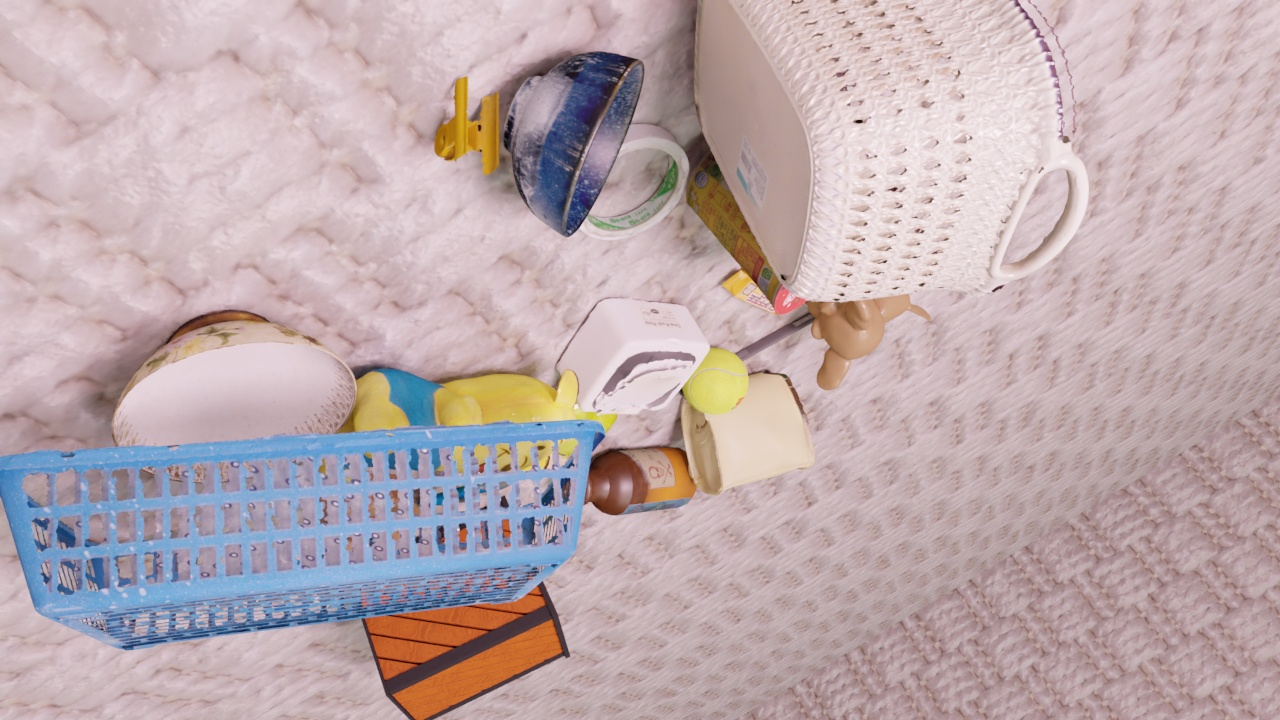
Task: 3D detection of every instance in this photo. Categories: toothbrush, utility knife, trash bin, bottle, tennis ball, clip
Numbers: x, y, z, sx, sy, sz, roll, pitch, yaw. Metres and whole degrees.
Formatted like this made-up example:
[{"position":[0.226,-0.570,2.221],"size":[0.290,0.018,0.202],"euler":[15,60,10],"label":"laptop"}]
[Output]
[{"position":[0.112,-0.009,0.939],"size":[0.167,0.013,0.013],"euler":[-29,141,-3],"label":"toothbrush"},{"position":[-0.165,0.121,0.821],"size":[0.031,0.015,0.175],"euler":[3,166,-35],"label":"utility knife"},{"position":[-0.185,0.263,0.953],"size":[0.171,0.139,0.140],"euler":[-23,148,-13],"label":"trash bin"},{"position":[-0.016,0.129,0.975],"size":[0.156,0.067,0.068],"euler":[1,137,-41],"label":"bottle"},{"position":[0.072,0.020,0.894],"size":[0.065,0.065,0.065],"euler":[-22,148,-15],"label":"tennis ball"},{"position":[-0.103,-0.135,0.546],"size":[0.047,0.054,0.046],"euler":[-2,166,-7],"label":"clip"}]

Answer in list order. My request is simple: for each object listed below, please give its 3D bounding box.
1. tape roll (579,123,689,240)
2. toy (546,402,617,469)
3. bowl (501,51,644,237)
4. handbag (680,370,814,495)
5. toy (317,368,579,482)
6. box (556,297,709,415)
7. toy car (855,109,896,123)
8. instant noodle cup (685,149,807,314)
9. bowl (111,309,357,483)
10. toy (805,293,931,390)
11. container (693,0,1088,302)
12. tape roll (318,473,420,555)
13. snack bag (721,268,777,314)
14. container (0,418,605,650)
[{"position":[-0.009,-0.127,0.660],"size":[0.093,0.018,0.094],"euler":[-22,148,-15],"label":"tape roll"},{"position":[-0.081,0.072,0.862],"size":[0.118,0.043,0.092],"euler":[-38,149,16],"label":"toy"},{"position":[-0.047,-0.138,0.555],"size":[0.114,0.061,0.114],"euler":[47,68,-89],"label":"bowl"},{"position":[0.112,0.074,0.971],"size":[0.119,0.111,0.081],"euler":[-14,-177,-21],"label":"handbag"},{"position":[-0.146,0.051,0.735],"size":[0.213,0.084,0.149],"euler":[-2,162,-39],"label":"toy"},{"position":[0.000,0.013,0.798],"size":[0.107,0.095,0.103],"euler":[4,134,-40],"label":"box"},{"position":[0.176,-0.161,0.747],"size":[0.048,0.040,0.113],"euler":[-1,138,-41],"label":"toy car"},{"position":[0.094,-0.107,0.669],"size":[0.100,0.112,0.100],"euler":[-39,161,-16],"label":"instant noodle cup"},{"position":[-0.266,0.014,0.600],"size":[0.145,0.063,0.145],"euler":[-21,148,-15],"label":"bowl"},{"position":[0.212,-0.049,0.889],"size":[0.108,0.106,0.134],"euler":[-34,154,-28],"label":"toy"},{"position":[0.126,-0.149,0.539],"size":[0.143,0.251,0.185],"euler":[-14,144,-8],"label":"container"},{"position":[-0.250,0.142,0.833],"size":[0.094,0.027,0.094],"euler":[-22,148,-15],"label":"tape roll"},{"position":[0.111,-0.063,0.852],"size":[0.026,0.020,0.099],"euler":[-43,147,22],"label":"snack bag"},{"position":[-0.220,0.131,0.647],"size":[0.361,0.089,0.258],"euler":[-3,159,-18],"label":"container"}]
